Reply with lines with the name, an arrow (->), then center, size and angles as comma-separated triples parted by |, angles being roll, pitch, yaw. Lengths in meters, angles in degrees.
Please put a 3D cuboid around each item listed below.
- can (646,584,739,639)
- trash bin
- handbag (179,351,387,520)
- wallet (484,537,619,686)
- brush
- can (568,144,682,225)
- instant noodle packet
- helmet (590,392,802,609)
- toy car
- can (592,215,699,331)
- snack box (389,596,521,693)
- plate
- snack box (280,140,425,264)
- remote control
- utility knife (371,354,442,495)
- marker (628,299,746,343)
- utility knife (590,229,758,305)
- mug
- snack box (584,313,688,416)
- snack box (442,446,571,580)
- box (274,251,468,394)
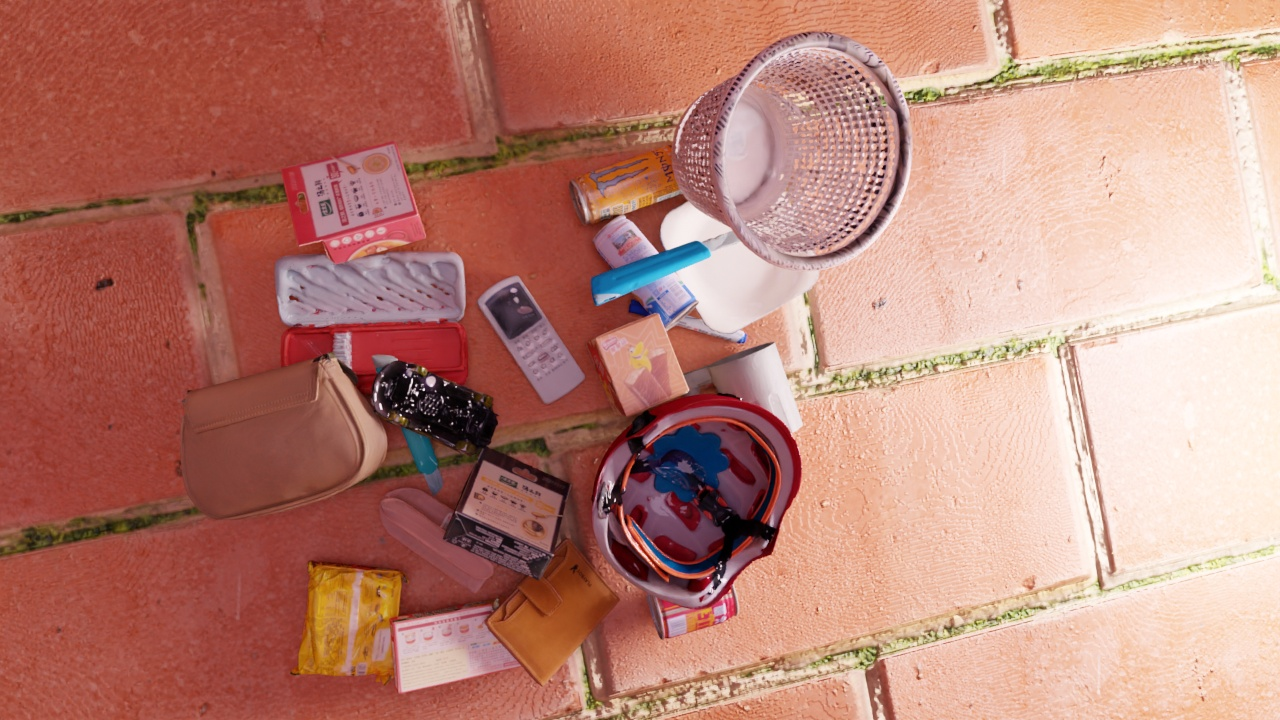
can -> 0.059, 0.276, 1.054 | 0.093, 0.066, 0.066 | -13, 91, -10
trash bin -> 0.136, -0.218, 0.968 | 0.227, 0.192, 0.227 | -5, 105, -22
handbag -> -0.374, 0.081, 0.961 | 0.204, 0.099, 0.148 | -14, 95, 6
wallet -> -0.102, 0.275, 1.025 | 0.130, 0.035, 0.119 | -44, 112, -22
brush -> -0.221, 0.190, 1.005 | 0.145, 0.073, 0.063 | 36, 83, -6
can -> -0.006, -0.205, 1.061 | 0.146, 0.058, 0.058 | -21, 92, -10
instant noodle packet -> -0.315, 0.286, 1.000 | 0.110, 0.044, 0.128 | 8, 89, -12
helmet -> 0.055, 0.131, 1.009 | 0.207, 0.144, 0.240 | 39, 98, -16
toy car -> -0.222, 0.051, 0.996 | 0.158, 0.042, 0.070 | 31, 70, -37
can -> 0.005, -0.101, 1.053 | 0.053, 0.053, 0.134 | -39, 85, -9
snack box -> -0.193, 0.309, 1.010 | 0.155, 0.027, 0.077 | -4, 89, -25
plate -> 0.115, -0.129, 1.092 | 0.164, 0.034, 0.163 | -29, 94, -9
snack box -> -0.309, -0.169, 0.990 | 0.127, 0.044, 0.113 | -17, 62, -10
remote control -> -0.126, -0.024, 1.053 | 0.058, 0.021, 0.150 | -35, 95, -9
utility knife -> -0.253, 0.071, 1.010 | 0.029, 0.013, 0.178 | -24, 111, -20
marker -> 0.057, -0.045, 1.089 | 0.145, 0.017, 0.017 | 16, 86, -9
utility knife -> 0.038, -0.111, 1.021 | 0.208, 0.018, 0.034 | -22, 60, -13
mug -> 0.116, 0.047, 1.073 | 0.124, 0.083, 0.103 | -21, 93, 17
snack box -> -0.006, 0.006, 1.037 | 0.077, 0.093, 0.094 | -22, 93, -10
snack box -> -0.143, 0.166, 1.008 | 0.113, 0.125, 0.053 | 26, 113, -8
box -> -0.293, -0.041, 1.011 | 0.201, 0.050, 0.161 | -2, 97, -10
